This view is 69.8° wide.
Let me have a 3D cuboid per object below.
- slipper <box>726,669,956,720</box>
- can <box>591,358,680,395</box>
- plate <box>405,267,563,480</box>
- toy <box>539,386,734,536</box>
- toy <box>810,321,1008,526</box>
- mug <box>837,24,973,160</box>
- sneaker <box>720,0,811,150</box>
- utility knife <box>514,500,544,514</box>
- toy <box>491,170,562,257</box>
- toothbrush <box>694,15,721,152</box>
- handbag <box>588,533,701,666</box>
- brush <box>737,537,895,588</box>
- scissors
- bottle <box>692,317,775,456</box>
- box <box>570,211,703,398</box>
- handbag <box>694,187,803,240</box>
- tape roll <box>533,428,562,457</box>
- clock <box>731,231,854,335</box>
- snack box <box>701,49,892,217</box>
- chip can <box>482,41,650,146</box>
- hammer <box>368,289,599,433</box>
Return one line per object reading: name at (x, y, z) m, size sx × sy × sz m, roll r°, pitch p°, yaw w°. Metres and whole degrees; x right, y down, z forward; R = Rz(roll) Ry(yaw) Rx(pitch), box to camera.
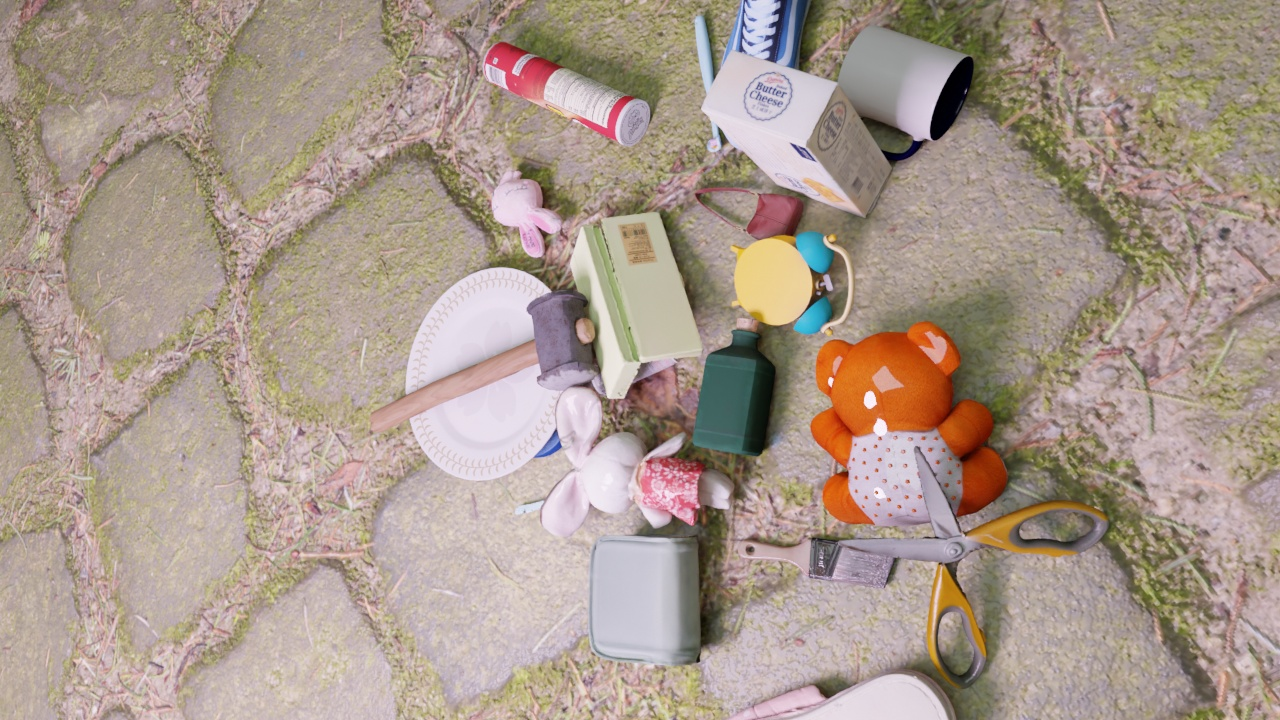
slipper at (0.154, 0.354, 0.823) m, size 0.275 × 0.054 × 0.114 m, roll -31°, pitch 70°, yaw 23°
can at (-0.006, 0.006, 0.965) m, size 0.095 × 0.032 × 0.032 m, roll -26°, pitch 72°, yaw 21°
plate at (-0.172, 0.014, 1.039) m, size 0.243 × 0.016 × 0.242 m, roll -7°, pitch 77°, yaw 30°
toy at (-0.005, 0.113, 0.911) m, size 0.194 × 0.084 × 0.159 m, roll 7°, pitch 97°, yaw 15°
toy at (0.228, 0.057, 0.815) m, size 0.164 × 0.092 × 0.172 m, roll -11°, pitch 90°, yaw 28°
mug at (0.241, -0.244, 0.861) m, size 0.097 × 0.078 × 0.112 m, roll 31°, pitch 124°, yaw 27°
sneaker at (0.118, -0.338, 0.916) m, size 0.083 × 0.098 × 0.241 m, roll 15°, pitch 90°, yaw 27°
utility knife at (-0.067, 0.149, 0.985) m, size 0.162 × 0.015 × 0.022 m, roll -18°, pitch 73°, yaw 24°
toy at (-0.134, -0.172, 1.049) m, size 0.110 × 0.047 × 0.064 m, roll 49°, pitch 113°, yaw 20°
toothbrush at (0.071, -0.298, 0.981) m, size 0.022 × 0.016 × 0.155 m, roll -26°, pitch 67°, yaw 61°
handbag at (0.010, 0.234, 0.905) m, size 0.106 × 0.067 × 0.121 m, roll -6°, pitch 79°, yaw 35°
brush at (0.163, 0.186, 0.866) m, size 0.151 × 0.012 × 0.039 m, roll 3°, pitch 85°, yaw 27°
scissors at (0.283, 0.167, 0.769) m, size 0.230 × 0.016 × 0.225 m, roll -17°, pitch 102°, yaw 4°
bottle at (0.095, 0.024, 0.896) m, size 0.061 × 0.061 × 0.131 m, roll 8°, pitch 86°, yaw 29°
box at (-0.017, -0.065, 0.946) m, size 0.128 × 0.066 × 0.187 m, roll -26°, pitch 57°, yaw 19°
handbag at (0.105, -0.155, 0.940) m, size 0.120 × 0.029 × 0.055 m, roll 26°, pitch 98°, yaw 32°
tape roll at (-0.117, 0.063, 1.022) m, size 0.093 × 0.016 × 0.091 m, roll 29°, pitch 96°, yaw 27°
clock at (0.145, -0.076, 0.886) m, size 0.130 × 0.043 × 0.099 m, roll 10°, pitch 110°, yaw 35°
snack box at (0.146, -0.197, 0.821) m, size 0.104 × 0.207 × 0.057 m, roll 28°, pitch 95°, yaw 28°
chip can at (-0.088, -0.305, 1.042) m, size 0.215 × 0.051 × 0.052 m, roll 31°, pitch 97°, yaw 27°
hammer at (-0.184, 0.019, 1.011) m, size 0.329 × 0.052 × 0.098 m, roll -21°, pitch 70°, yaw 30°
